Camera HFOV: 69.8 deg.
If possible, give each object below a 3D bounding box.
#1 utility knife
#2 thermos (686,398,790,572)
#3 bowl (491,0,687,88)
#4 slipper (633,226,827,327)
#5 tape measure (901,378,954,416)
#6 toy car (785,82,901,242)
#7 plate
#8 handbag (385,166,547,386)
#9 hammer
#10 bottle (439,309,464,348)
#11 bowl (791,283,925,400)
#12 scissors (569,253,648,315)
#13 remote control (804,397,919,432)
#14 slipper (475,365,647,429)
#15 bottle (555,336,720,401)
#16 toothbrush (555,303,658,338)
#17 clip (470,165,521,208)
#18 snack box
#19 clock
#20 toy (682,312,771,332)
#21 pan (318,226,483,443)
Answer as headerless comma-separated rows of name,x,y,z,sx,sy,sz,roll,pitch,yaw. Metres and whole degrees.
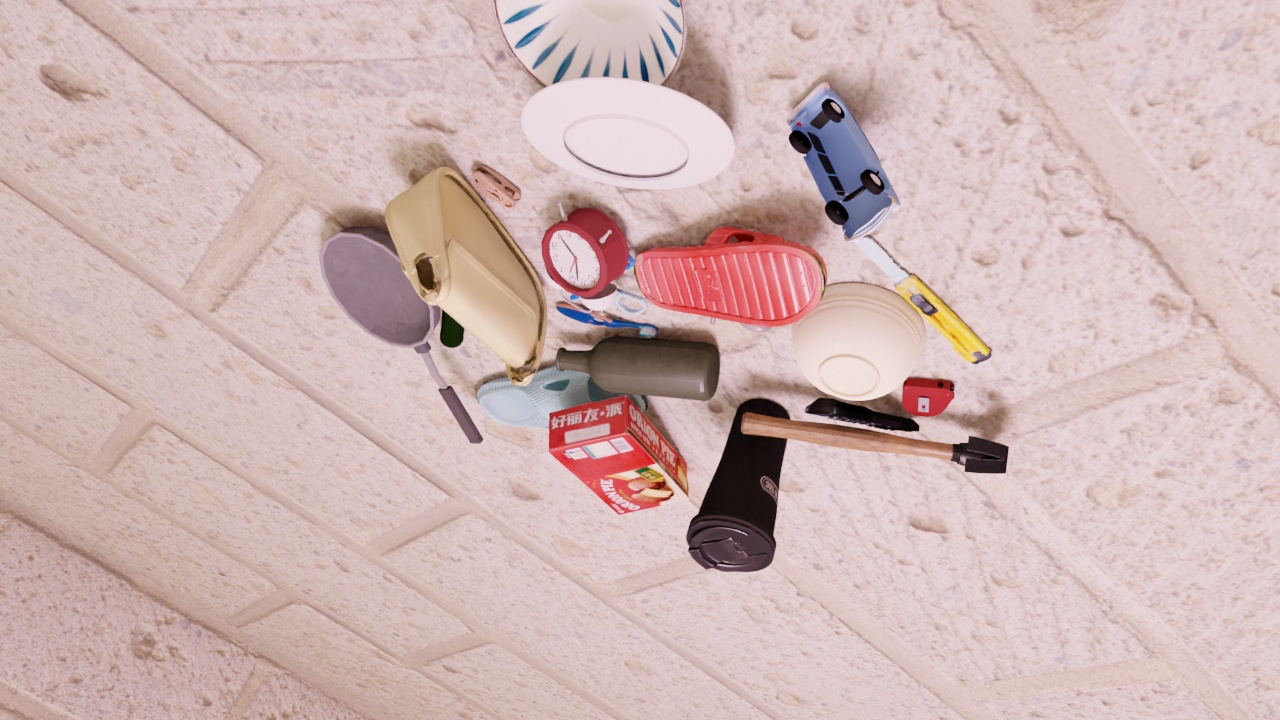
utility knife,0.304,-0.063,0.988,0.218,0.019,0.031,41,127,-17
thermos,0.132,0.151,1.140,0.106,0.218,0.106,12,139,11
bowl,-0.037,-0.318,0.810,0.177,0.070,0.178,12,139,11
slipper,0.101,-0.095,1.000,0.249,0.059,0.103,4,124,43
tape measure,0.340,0.046,1.085,0.059,0.019,0.051,4,137,20
toy car,0.184,-0.177,0.827,0.054,0.153,0.056,5,145,-42
plate,-0.013,-0.209,0.889,0.208,0.015,0.209,8,165,2
handbag,-0.198,-0.092,1.062,0.089,0.190,0.233,-22,138,19
hammer,0.273,0.095,1.091,0.306,0.040,0.132,8,176,11
bottle,-0.246,-0.066,1.212,0.033,0.032,0.123,21,140,1
bowl,0.238,-0.007,1.030,0.151,0.075,0.151,13,139,11
scissors,-0.041,-0.086,1.094,0.131,0.018,0.110,-20,106,46
remote control,0.266,0.065,1.091,0.150,0.022,0.047,12,173,-32
slipper,-0.122,0.064,1.276,0.277,0.069,0.116,-7,129,31
bottle,-0.007,0.007,1.155,0.207,0.071,0.071,5,137,19
toothbrush,-0.044,-0.050,1.152,0.135,0.017,0.022,14,135,9
clip,-0.165,-0.193,1.037,0.061,0.049,0.026,8,148,-28
snack box,-0.024,0.135,1.250,0.113,0.060,0.236,-15,146,17
clock,-0.065,-0.113,1.044,0.096,0.048,0.138,31,134,17
toy,0.098,-0.061,1.067,0.112,0.030,0.049,11,124,20
pan,-0.298,-0.028,1.231,0.179,0.041,0.357,-2,126,35
